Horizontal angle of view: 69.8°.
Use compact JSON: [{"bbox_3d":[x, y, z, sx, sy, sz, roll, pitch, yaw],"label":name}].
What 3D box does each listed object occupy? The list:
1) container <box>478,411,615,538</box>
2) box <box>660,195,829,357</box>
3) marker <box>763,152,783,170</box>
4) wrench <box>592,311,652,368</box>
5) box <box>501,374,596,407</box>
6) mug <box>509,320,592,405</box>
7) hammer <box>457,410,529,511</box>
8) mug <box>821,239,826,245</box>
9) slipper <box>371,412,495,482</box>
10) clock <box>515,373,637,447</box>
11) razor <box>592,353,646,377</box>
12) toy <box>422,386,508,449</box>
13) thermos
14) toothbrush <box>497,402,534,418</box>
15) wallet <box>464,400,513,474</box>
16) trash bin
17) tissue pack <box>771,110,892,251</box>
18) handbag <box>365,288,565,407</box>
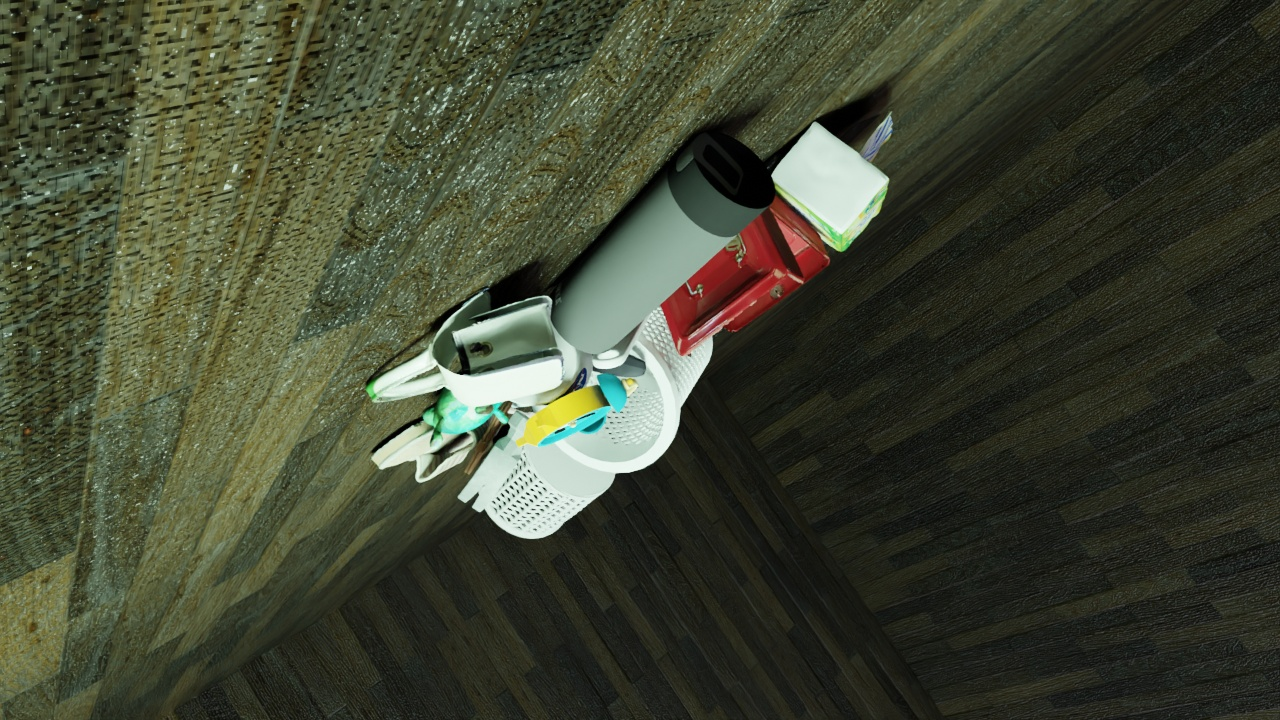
[{"bbox_3d":[-0.167,0.197,1.639,0.188,0.189,0.187,-28,170,-45],"label":"container"},{"bbox_3d":[0.121,-0.090,1.024,0.157,0.156,0.170,-36,149,29],"label":"box"},{"bbox_3d":[0.095,-0.177,1.005,0.152,0.011,0.011,-37,173,25],"label":"marker"},{"bbox_3d":[-0.004,-0.048,1.013,0.066,0.018,0.272,-3,-158,15],"label":"wrench"},{"bbox_3d":[-0.092,0.026,1.328,0.154,0.066,0.201,-38,172,32],"label":"box"},{"bbox_3d":[-0.090,-0.008,0.950,0.121,0.091,0.090,-36,174,5],"label":"mug"},{"bbox_3d":[-0.186,0.121,1.235,0.131,0.039,0.328,-55,-174,-3],"label":"hammer"},{"bbox_3d":[0.215,-0.185,1.258,0.071,0.077,0.104,-40,172,38],"label":"mug"},{"bbox_3d":[-0.252,0.109,1.168,0.115,0.052,0.262,-37,173,9],"label":"slipper"},{"bbox_3d":[-0.061,0.052,0.932,0.129,0.043,0.099,-22,168,-32],"label":"clock"},{"bbox_3d":[-0.063,-0.005,1.024,0.047,0.143,0.052,-1,106,-79],"label":"razor"},{"bbox_3d":[-0.182,0.049,1.027,0.131,0.072,0.193,-36,-177,7],"label":"toy"},{"bbox_3d":[0.011,-0.099,0.826,0.082,0.082,0.241,-28,171,-47],"label":"thermos"},{"bbox_3d":[-0.182,0.065,1.231,0.018,0.015,0.181,4,170,18],"label":"toothbrush"},{"bbox_3d":[-0.184,0.083,1.165,0.121,0.013,0.087,-56,-176,39],"label":"wallet"},{"bbox_3d":[-0.007,0.007,1.152,0.196,0.195,0.199,-39,-178,35],"label":"trash bin"},{"bbox_3d":[0.235,-0.214,1.035,0.141,0.120,0.197,-51,177,8],"label":"tissue pack"},{"bbox_3d":[-0.159,-0.003,0.820,0.176,0.074,0.151,-14,169,-8],"label":"handbag"}]
